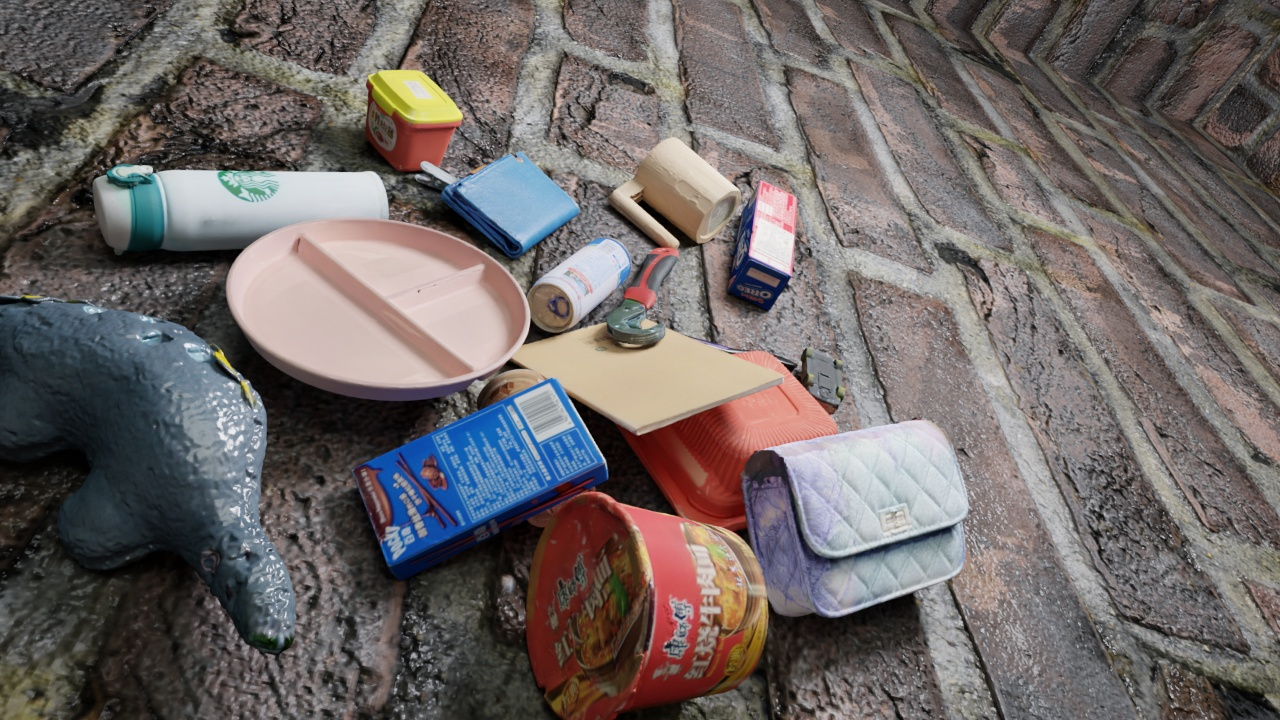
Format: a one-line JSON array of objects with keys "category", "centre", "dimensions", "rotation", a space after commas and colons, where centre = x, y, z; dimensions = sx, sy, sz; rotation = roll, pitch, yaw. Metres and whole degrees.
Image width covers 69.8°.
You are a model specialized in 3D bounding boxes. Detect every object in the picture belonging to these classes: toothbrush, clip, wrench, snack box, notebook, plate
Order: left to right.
[{"category": "plate", "centre": [-0.202, -0.044, 0.725], "dimensions": [0.229, 0.028, 0.229], "rotation": [13, 35, -9]}, {"category": "snack box", "centre": [-0.243, -0.252, 0.970], "dimensions": [0.081, 0.080, 0.091], "rotation": [-18, 55, -43]}, {"category": "clip", "centre": [-0.209, -0.189, 0.969], "dimensions": [0.057, 0.031, 0.025], "rotation": [24, 37, -18]}, {"category": "snack box", "centre": [-0.110, 0.078, 0.633], "dimensions": [0.157, 0.026, 0.084], "rotation": [-25, 55, -13]}, {"category": "notebook", "centre": [-0.005, 0.004, 0.765], "dimensions": [0.147, 0.008, 0.208], "rotation": [-17, 26, -32]}, {"category": "wrench", "centre": [0.008, -0.071, 0.916], "dimensions": [0.056, 0.016, 0.272], "rotation": [1, 23, 7]}, {"category": "toothbrush", "centre": [0.072, -0.013, 0.931], "dimensions": [0.189, 0.017, 0.014], "rotation": [14, 26, -12]}, {"category": "snack box", "centre": [0.147, -0.142, 1.096], "dimensions": [0.058, 0.057, 0.207], "rotation": [25, 36, -6]}]

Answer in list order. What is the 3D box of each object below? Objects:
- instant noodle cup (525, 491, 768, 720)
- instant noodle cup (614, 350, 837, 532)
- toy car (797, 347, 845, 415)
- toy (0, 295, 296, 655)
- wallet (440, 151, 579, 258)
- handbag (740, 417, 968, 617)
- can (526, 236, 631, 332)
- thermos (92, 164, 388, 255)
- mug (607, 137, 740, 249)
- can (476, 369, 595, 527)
[{"category": "instant noodle cup", "centre": [0.005, 0.157, 0.584], "dimensions": [0.108, 0.138, 0.137], "rotation": [11, 38, -34]}, {"category": "instant noodle cup", "centre": [0.086, 0.059, 0.792], "dimensions": [0.188, 0.079, 0.164], "rotation": [-10, 45, -33]}, {"category": "toy car", "centre": [0.181, 0.020, 0.934], "dimensions": [0.042, 0.035, 0.090], "rotation": [24, 36, -7]}, {"category": "toy", "centre": [-0.312, 0.040, 0.561], "dimensions": [0.356, 0.092, 0.137], "rotation": [35, 49, 15]}, {"category": "wallet", "centre": [-0.135, -0.167, 0.967], "dimensions": [0.106, 0.040, 0.132], "rotation": [40, 36, 1]}, {"category": "handbag", "centre": [0.178, 0.122, 0.730], "dimensions": [0.193, 0.076, 0.134], "rotation": [-7, 82, -36]}, {"category": "can", "centre": [-0.057, -0.074, 0.883], "dimensions": [0.053, 0.053, 0.134], "rotation": [32, 33, 7]}, {"category": "thermos", "centre": [-0.330, -0.128, 0.770], "dimensions": [0.223, 0.073, 0.073], "rotation": [-8, 48, -38]}, {"category": "mug", "centre": [0.041, -0.190, 1.081], "dimensions": [0.124, 0.084, 0.103], "rotation": [-38, 69, -25]}, {"category": "can", "centre": [-0.081, 0.064, 0.697], "dimensions": [0.058, 0.059, 0.116], "rotation": [-2, 44, -33]}]
